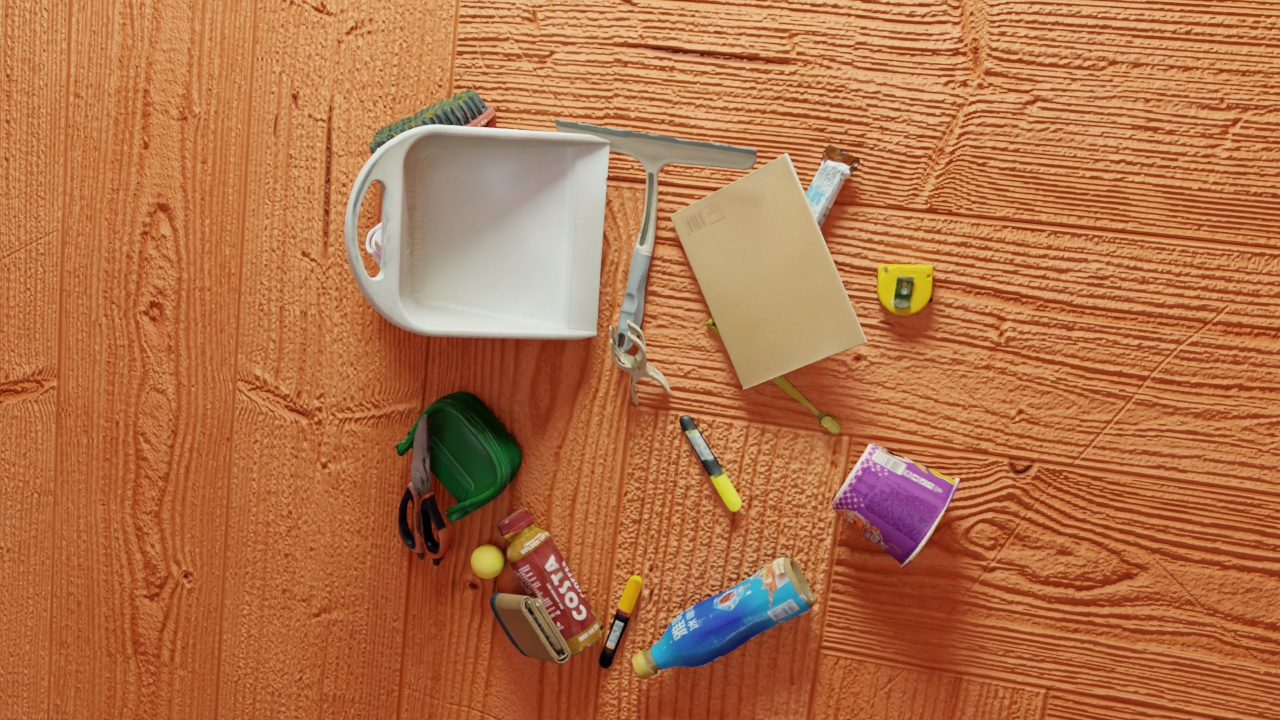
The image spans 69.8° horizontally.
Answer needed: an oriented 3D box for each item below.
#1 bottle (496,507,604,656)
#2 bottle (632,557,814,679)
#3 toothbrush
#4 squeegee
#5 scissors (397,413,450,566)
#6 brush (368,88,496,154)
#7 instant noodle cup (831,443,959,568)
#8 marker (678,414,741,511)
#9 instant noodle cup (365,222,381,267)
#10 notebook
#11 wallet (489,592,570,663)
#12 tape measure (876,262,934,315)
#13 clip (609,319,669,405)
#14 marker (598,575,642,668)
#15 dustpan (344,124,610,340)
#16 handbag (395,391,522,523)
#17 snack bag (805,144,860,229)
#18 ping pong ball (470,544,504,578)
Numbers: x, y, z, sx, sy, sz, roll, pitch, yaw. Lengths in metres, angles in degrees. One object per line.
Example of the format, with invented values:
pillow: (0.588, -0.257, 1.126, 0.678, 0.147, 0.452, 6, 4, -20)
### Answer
bottle: (-0.108, 0.256, 1.069, 0.057, 0.057, 0.175, -30, 91, 12)
bottle: (0.089, 0.299, 1.037, 0.219, 0.065, 0.065, -32, 90, 13)
toothbrush: (0.148, 0.017, 1.017, 0.190, 0.016, 0.016, 41, 101, 3)
squeegee: (0.002, -0.126, 1.016, 0.247, 0.039, 0.247, 15, 106, 27)
scissors: (-0.240, 0.153, 1.048, 0.211, 0.015, 0.177, -34, 89, 44)
brush: (-0.227, -0.250, 1.036, 0.146, 0.063, 0.069, -22, 123, 10)
instant noodle cup: (0.264, 0.147, 0.971, 0.099, 0.111, 0.112, 31, 101, 15)
marker: (0.079, 0.116, 1.043, 0.018, 0.015, 0.124, -31, 87, 11)
instant noodle cup: (-0.209, -0.134, 1.021, 0.173, 0.060, 0.138, -36, 89, -2)
notebook: (0.131, -0.090, 0.975, 0.150, 0.012, 0.211, -23, 89, 31)
wallet: (-0.128, 0.305, 1.053, 0.033, 0.115, 0.090, -33, 94, -27)
tape measure: (0.281, -0.076, 0.977, 0.060, 0.029, 0.057, 3, 97, 10)
clip: (-0.003, 0.004, 1.018, 0.076, 0.034, 0.101, -19, 122, 10)
marker: (-0.024, 0.309, 1.083, 0.018, 0.015, 0.124, 22, 102, 8)
dustpan: (-0.154, -0.124, 0.919, 0.257, 0.142, 0.223, 2, 100, -11)
handbag: (-0.212, 0.111, 1.066, 0.120, 0.067, 0.131, -42, 89, 17)
snack bag: (0.193, -0.177, 0.981, 0.045, 0.026, 0.105, 34, 104, 35)
ping pong ball: (-0.181, 0.238, 1.089, 0.040, 0.040, 0.040, 1, 96, 10)
